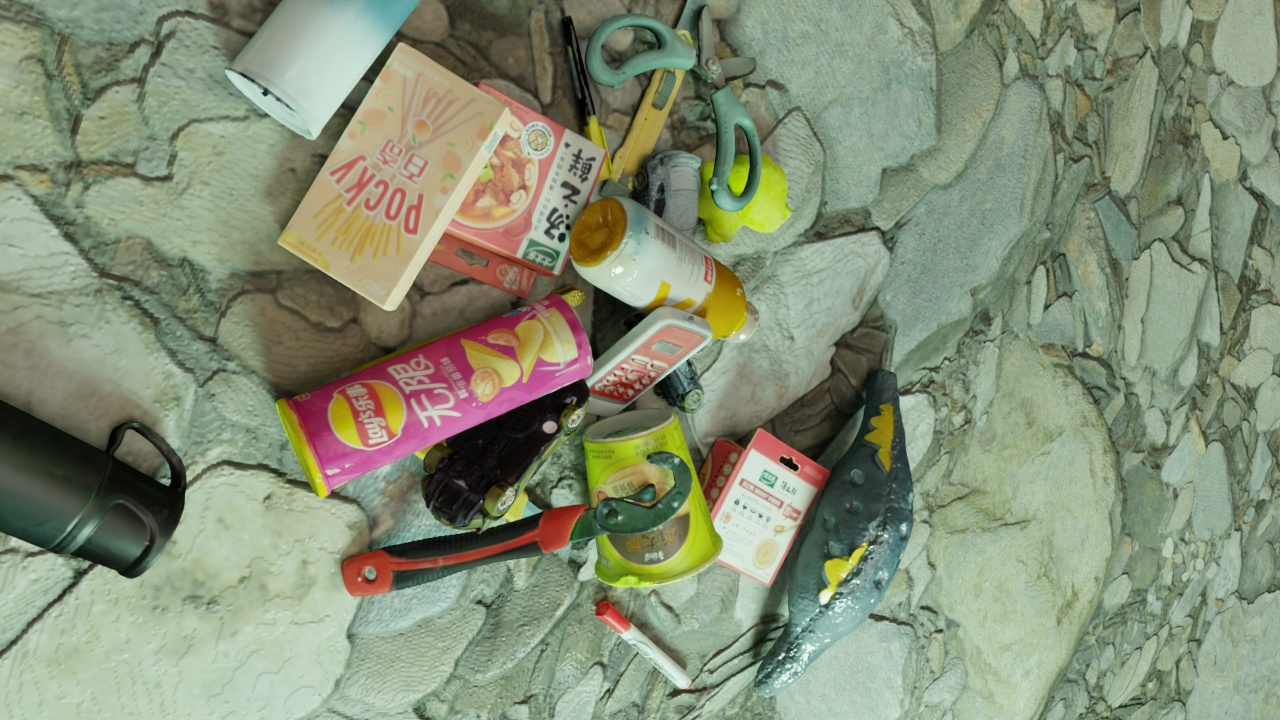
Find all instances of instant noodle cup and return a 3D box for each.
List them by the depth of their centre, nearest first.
[{"bbox_3d":[0.002,0.108,0.764,0.111,0.112,0.123,-20,104,-28],"label":"instant noodle cup"}]

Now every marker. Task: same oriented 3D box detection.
[{"bbox_3d":[-0.041,-0.200,0.705,0.015,0.018,0.124,-16,110,-8],"label":"marker"},{"bbox_3d":[0.006,0.267,0.853,0.017,0.017,0.145,-49,122,-14],"label":"marker"}]

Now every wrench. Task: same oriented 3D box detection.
[{"bbox_3d":[-0.090,0.130,0.698,0.273,0.016,0.056,-17,94,-6],"label":"wrench"}]

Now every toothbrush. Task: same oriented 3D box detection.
[{"bbox_3d":[-0.125,-0.020,0.696,0.189,0.017,0.016,-24,114,-27],"label":"toothbrush"}]

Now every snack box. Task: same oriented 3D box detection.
[{"bbox_3d":[-0.161,-0.121,0.609,0.084,0.026,0.157,31,89,0],"label":"snack box"},{"bbox_3d":[-0.099,-0.119,0.672,0.113,0.044,0.127,21,90,-35],"label":"snack box"},{"bbox_3d":[0.104,0.134,0.867,0.113,0.044,0.127,32,84,-34],"label":"snack box"}]

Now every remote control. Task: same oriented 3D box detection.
[{"bbox_3d":[-0.004,0.004,0.726,0.055,0.136,0.020,17,48,-38],"label":"remote control"}]

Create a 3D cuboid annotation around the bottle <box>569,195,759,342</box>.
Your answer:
[{"bbox_3d":[0.027,-0.062,0.717,0.189,0.068,0.068,27,86,-45],"label":"bottle"}]

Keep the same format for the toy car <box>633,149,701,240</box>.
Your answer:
[{"bbox_3d":[0.022,-0.112,0.753,0.054,0.037,0.121,-9,115,-38],"label":"toy car"}]

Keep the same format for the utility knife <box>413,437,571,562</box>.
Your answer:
[{"bbox_3d":[-0.123,0.097,0.726,0.033,0.015,0.216,-51,121,-14],"label":"utility knife"}]

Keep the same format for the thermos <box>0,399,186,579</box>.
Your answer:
[{"bbox_3d":[-0.383,0.039,0.521,0.242,0.069,0.089,39,47,-35],"label":"thermos"}]

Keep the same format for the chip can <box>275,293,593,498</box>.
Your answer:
[{"bbox_3d":[-0.139,0.020,0.648,0.210,0.071,0.071,-24,114,-24],"label":"chip can"}]

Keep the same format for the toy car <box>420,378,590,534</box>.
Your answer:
[{"bbox_3d":[-0.098,0.061,0.691,0.157,0.070,0.042,-48,156,-30],"label":"toy car"}]

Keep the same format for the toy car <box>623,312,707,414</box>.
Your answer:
[{"bbox_3d":[0.023,0.001,0.778,0.031,0.049,0.105,-42,121,-21],"label":"toy car"}]

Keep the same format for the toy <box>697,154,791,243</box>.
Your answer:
[{"bbox_3d":[0.089,-0.144,0.797,0.100,0.031,0.097,-46,120,-15],"label":"toy"}]

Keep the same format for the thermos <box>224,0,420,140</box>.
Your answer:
[{"bbox_3d":[-0.168,-0.244,0.583,0.070,0.070,0.220,41,79,-33],"label":"thermos"}]

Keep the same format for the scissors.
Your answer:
[{"bbox_3d":[0.038,-0.197,0.720,0.171,0.019,0.170,-15,91,-35],"label":"scissors"}]

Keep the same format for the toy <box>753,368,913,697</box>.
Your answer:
[{"bbox_3d":[0.199,0.179,0.896,0.091,0.138,0.356,22,90,-10],"label":"toy"}]

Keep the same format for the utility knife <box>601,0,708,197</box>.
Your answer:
[{"bbox_3d":[0.017,-0.223,0.743,0.031,0.021,0.204,24,84,-41],"label":"utility knife"}]
